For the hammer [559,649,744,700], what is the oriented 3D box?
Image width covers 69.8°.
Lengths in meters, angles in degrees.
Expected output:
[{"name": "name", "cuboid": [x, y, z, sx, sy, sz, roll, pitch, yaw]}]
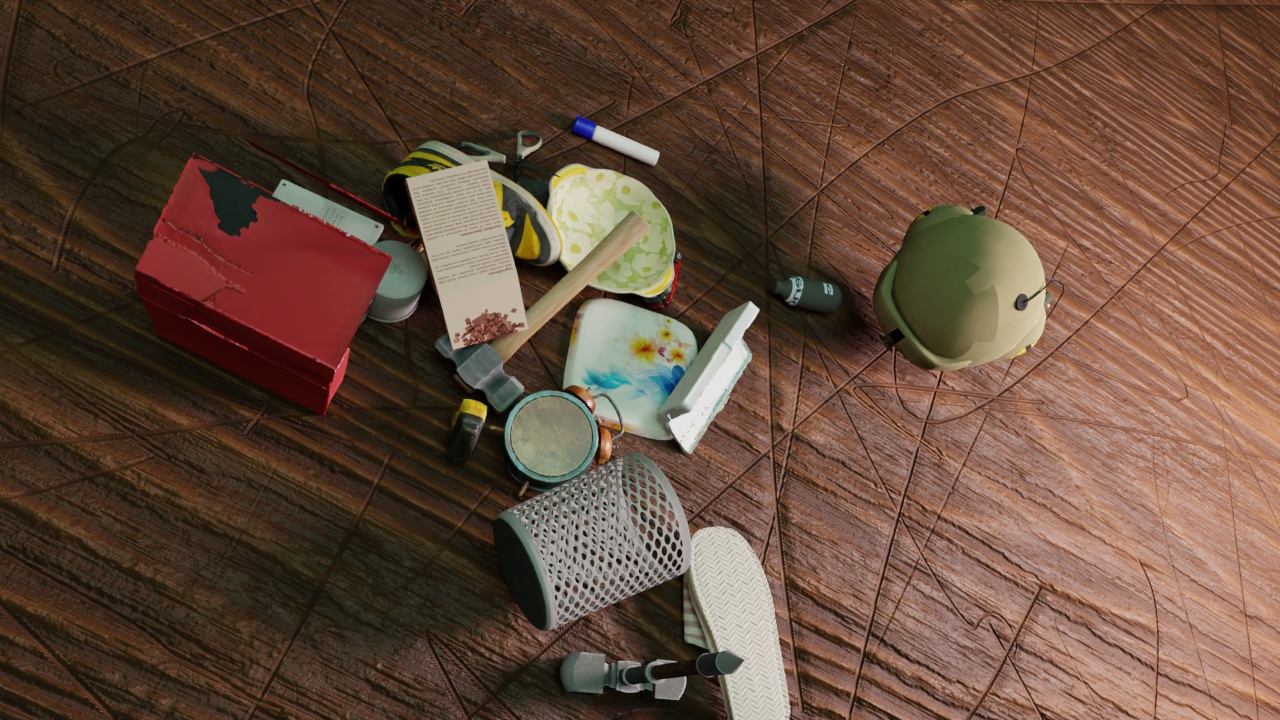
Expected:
[{"name": "hammer", "cuboid": [0.031, 0.324, 0.960, 0.156, 0.323, 0.043, 12, 65, -19]}]

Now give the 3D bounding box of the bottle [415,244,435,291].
[{"name": "bottle", "cuboid": [-0.239, -0.108, 1.169, 0.109, 0.063, 0.063, 35, 60, 2]}]

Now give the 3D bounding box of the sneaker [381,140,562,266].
[{"name": "sneaker", "cuboid": [-0.220, -0.184, 1.168, 0.238, 0.086, 0.121, 34, 41, 6]}]

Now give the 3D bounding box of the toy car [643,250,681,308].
[{"name": "toy car", "cuboid": [0.033, -0.116, 1.301, 0.036, 0.042, 0.091, 40, 55, -49]}]

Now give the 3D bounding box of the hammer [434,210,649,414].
[{"name": "hammer", "cuboid": [-0.110, -0.077, 1.174, 0.117, 0.051, 0.322, 46, 74, -1]}]

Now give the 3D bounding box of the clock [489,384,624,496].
[{"name": "clock", "cuboid": [-0.098, 0.094, 1.141, 0.157, 0.073, 0.121, -22, 79, -17]}]

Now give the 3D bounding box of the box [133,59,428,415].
[{"name": "box", "cuboid": [-0.379, -0.076, 0.920, 0.211, 0.379, 0.123, 28, 46, -10]}]

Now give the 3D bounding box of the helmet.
[{"name": "helmet", "cuboid": [0.454, -0.093, 1.338, 0.232, 0.256, 0.250, -31, 82, -33]}]

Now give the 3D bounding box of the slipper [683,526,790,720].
[{"name": "slipper", "cuboid": [0.113, 0.341, 1.148, 0.115, 0.052, 0.262, -6, 68, -23]}]

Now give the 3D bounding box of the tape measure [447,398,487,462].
[{"name": "tape measure", "cuboid": [-0.211, 0.081, 1.104, 0.037, 0.066, 0.064, 18, 41, -12]}]

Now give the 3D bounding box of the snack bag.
[{"name": "snack bag", "cuboid": [-0.206, -0.124, 1.096, 0.094, 0.070, 0.206, -16, 102, -13]}]

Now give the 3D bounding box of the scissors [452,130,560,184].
[{"name": "scissors", "cuboid": [-0.181, -0.280, 1.256, 0.157, 0.013, 0.170, 6, 37, 2]}]

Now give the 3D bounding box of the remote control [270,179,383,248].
[{"name": "remote control", "cuboid": [-0.398, -0.178, 1.158, 0.135, 0.011, 0.050, 24, 62, -13]}]

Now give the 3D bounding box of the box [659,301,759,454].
[{"name": "box", "cuboid": [0.102, 0.021, 1.241, 0.197, 0.078, 0.122, -54, 136, -29]}]

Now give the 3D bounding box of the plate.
[{"name": "plate", "cuboid": [-0.007, 0.007, 1.249, 0.187, 0.016, 0.186, 17, 64, -17]}]

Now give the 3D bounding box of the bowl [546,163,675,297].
[{"name": "bowl", "cuboid": [-0.049, -0.170, 1.278, 0.188, 0.060, 0.219, -40, 89, -31]}]

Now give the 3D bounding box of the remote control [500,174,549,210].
[{"name": "remote control", "cuboid": [-0.189, -0.236, 1.273, 0.146, 0.008, 0.045, 4, 68, -22]}]

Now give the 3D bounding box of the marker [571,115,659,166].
[{"name": "marker", "cuboid": [-0.036, -0.327, 1.367, 0.133, 0.023, 0.027, 20, 42, -15]}]

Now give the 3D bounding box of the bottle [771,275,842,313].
[{"name": "bottle", "cuboid": [0.250, -0.101, 1.387, 0.112, 0.047, 0.047, 10, 66, -19]}]

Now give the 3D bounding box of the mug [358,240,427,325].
[{"name": "mug", "cuboid": [-0.316, -0.087, 1.124, 0.084, 0.071, 0.113, 38, 58, -6]}]

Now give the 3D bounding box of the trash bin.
[{"name": "trash bin", "cuboid": [-0.060, 0.212, 1.067, 0.183, 0.157, 0.156, -20, 78, -26]}]
